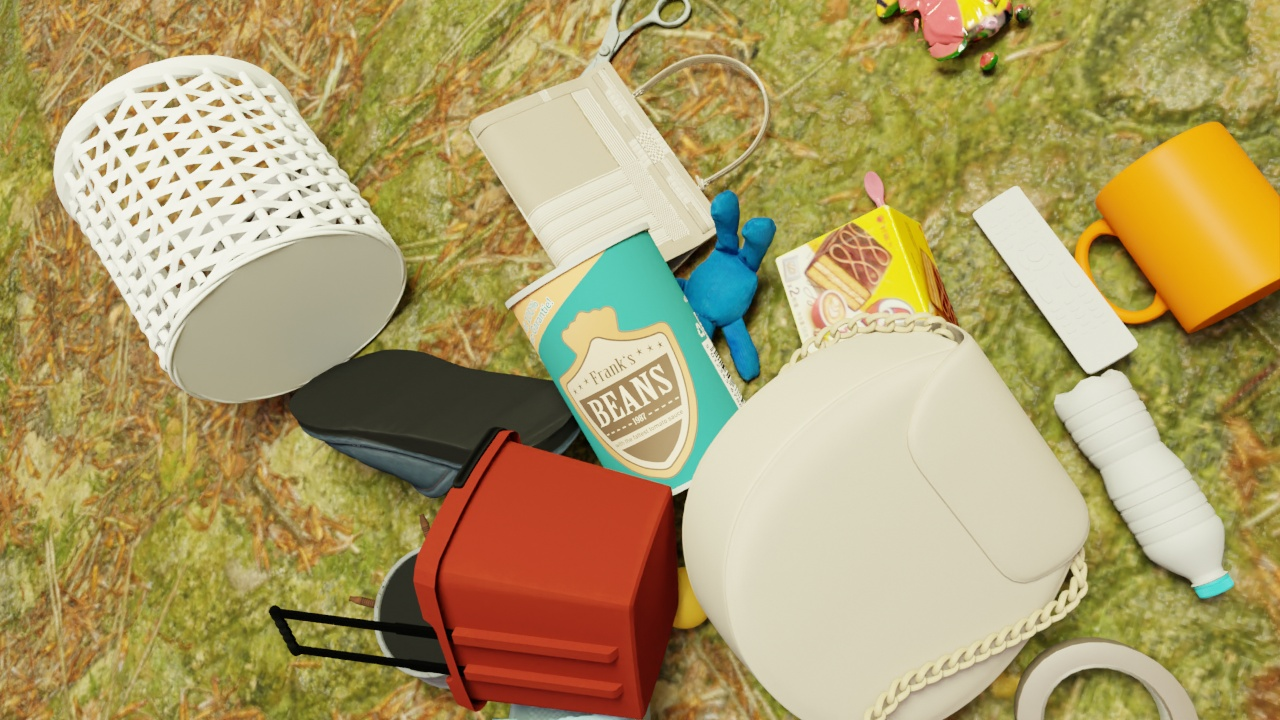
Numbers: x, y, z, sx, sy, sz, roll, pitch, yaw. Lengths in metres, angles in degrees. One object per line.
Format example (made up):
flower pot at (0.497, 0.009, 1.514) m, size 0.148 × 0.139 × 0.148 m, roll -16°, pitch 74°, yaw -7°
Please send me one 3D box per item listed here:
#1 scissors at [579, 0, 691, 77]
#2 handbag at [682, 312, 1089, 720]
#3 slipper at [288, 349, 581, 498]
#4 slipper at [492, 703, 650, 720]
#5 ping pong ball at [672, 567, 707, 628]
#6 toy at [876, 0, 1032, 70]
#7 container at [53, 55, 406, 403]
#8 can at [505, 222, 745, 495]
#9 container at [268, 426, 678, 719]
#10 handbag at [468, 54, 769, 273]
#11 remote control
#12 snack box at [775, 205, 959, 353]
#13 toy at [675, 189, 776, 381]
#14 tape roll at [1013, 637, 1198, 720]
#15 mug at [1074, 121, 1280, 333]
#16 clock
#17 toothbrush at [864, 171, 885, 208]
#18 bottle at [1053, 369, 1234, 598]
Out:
scissors at (-0.029, -0.260, 0.724) m, size 0.153 × 0.014 × 0.130 m, roll -30°, pitch 81°, yaw 10°
handbag at (0.136, 0.100, 0.505) m, size 0.208 × 0.103 × 0.210 m, roll -44°, pitch 112°, yaw -4°
slipper at (-0.149, 0.057, 0.665) m, size 0.266 × 0.108 × 0.083 m, roll 8°, pitch 126°, yaw 35°
slipper at (-0.045, 0.223, 0.566) m, size 0.104 × 0.074 × 0.244 m, roll -14°, pitch 47°, yaw 17°
ping pong ball at (0.029, 0.159, 0.614) m, size 0.040 × 0.040 × 0.040 m, roll -4°, pitch 79°, yaw 18°
toy at (0.212, -0.249, 0.628) m, size 0.103 × 0.046 × 0.084 m, roll 38°, pitch 107°, yaw 26°
container at (-0.306, -0.096, 0.698) m, size 0.189 × 0.189 × 0.187 m, roll -42°, pitch 71°, yaw 7°
can at (-0.003, 0.003, 0.562) m, size 0.099 × 0.099 × 0.144 m, roll -29°, pitch 94°, yaw 12°
container at (-0.087, 0.124, 0.530) m, size 0.201 × 0.148 × 0.126 m, roll 7°, pitch 41°, yaw 14°
handbag at (0.003, -0.152, 0.676) m, size 0.198 × 0.062 × 0.175 m, roll -34°, pitch 73°, yaw 4°
remote control at (0.261, -0.052, 0.582) m, size 0.033 × 0.012 × 0.130 m, roll -34°, pitch 65°, yaw 17°
snack box at (0.149, -0.031, 0.588) m, size 0.084 × 0.061 × 0.105 m, roll -25°, pitch 73°, yaw 31°
toy at (0.034, -0.033, 0.630) m, size 0.113 × 0.070 × 0.177 m, roll 34°, pitch 112°, yaw 19°
tape roll at (0.267, 0.209, 0.529) m, size 0.094 × 0.030 × 0.093 m, roll -4°, pitch 79°, yaw 18°
mug at (0.318, -0.068, 0.546) m, size 0.113 × 0.077 × 0.096 m, roll -41°, pitch 67°, yaw 38°
clock at (-0.129, 0.189, 0.655) m, size 0.148 × 0.056 × 0.104 m, roll 37°, pitch 84°, yaw 26°
toothbrush at (0.177, -0.066, 0.621) m, size 0.022 × 0.016 × 0.135 m, roll -19°, pitch 77°, yaw 15°
bottle at (0.297, 0.072, 0.537) m, size 0.044 × 0.044 × 0.136 m, roll -29°, pitch 72°, yaw 11°
